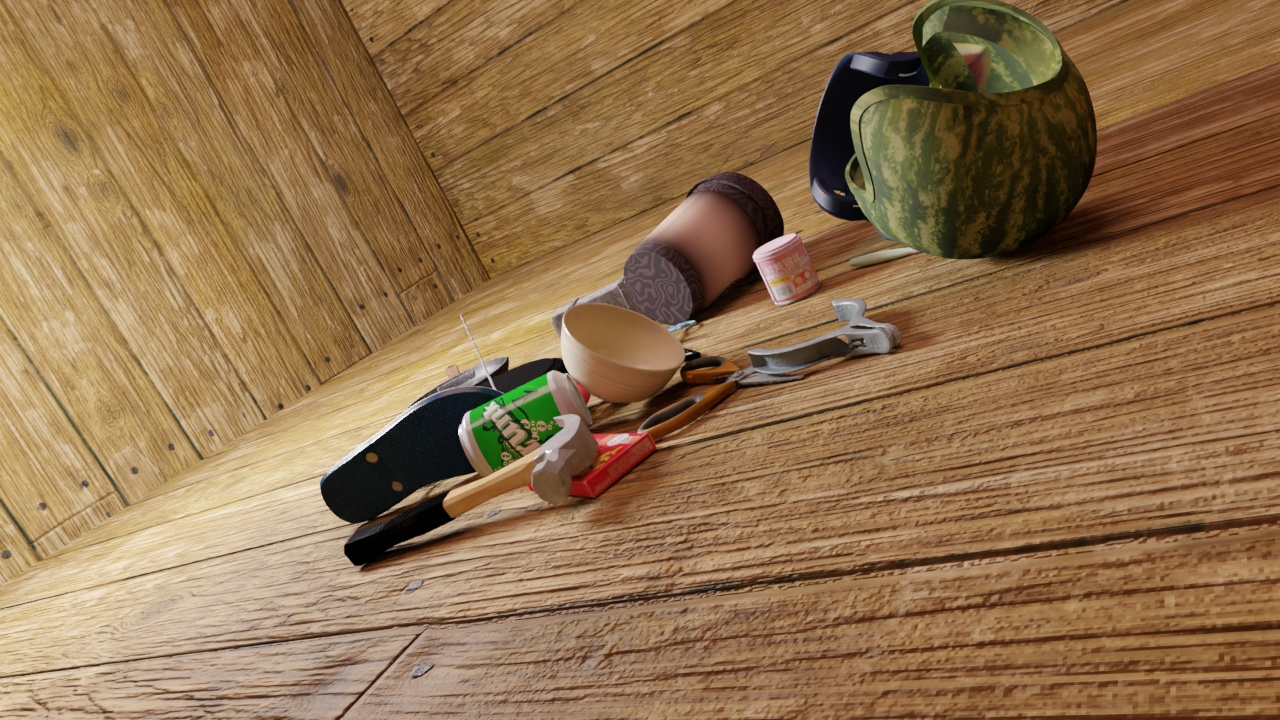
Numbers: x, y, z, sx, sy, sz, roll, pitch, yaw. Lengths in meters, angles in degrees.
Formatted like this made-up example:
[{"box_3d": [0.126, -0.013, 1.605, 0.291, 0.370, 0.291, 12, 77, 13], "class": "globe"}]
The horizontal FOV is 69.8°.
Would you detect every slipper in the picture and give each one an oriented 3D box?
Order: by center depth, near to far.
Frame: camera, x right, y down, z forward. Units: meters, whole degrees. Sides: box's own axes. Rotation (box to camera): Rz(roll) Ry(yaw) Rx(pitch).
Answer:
[{"box_3d": [-0.276, 0.111, 1.163, 0.295, 0.118, 0.060, -29, 20, 13], "class": "slipper"}]

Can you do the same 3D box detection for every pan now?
[{"box_3d": [-0.274, 0.081, 1.451, 0.357, 0.034, 0.225, -22, 14, 16], "class": "pan"}, {"box_3d": [-0.339, 0.046, 1.706, 0.207, 0.040, 0.357, -29, 12, -8], "class": "pan"}]

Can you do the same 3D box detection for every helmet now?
[{"box_3d": [0.337, -0.218, 0.949, 0.243, 0.247, 0.212, 23, 60, 20], "class": "helmet"}, {"box_3d": [0.362, -0.275, 1.193, 0.223, 0.233, 0.271, 8, 33, -7], "class": "helmet"}]

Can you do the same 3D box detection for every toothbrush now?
[{"box_3d": [0.324, -0.136, 1.147, 0.155, 0.015, 0.022, -10, 53, 50], "class": "toothbrush"}, {"box_3d": [-0.191, 0.021, 1.187, 0.010, 0.181, 0.010, -29, 18, -22], "class": "toothbrush"}]

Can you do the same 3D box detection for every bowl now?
[{"box_3d": [-0.030, 0.001, 1.084, 0.150, 0.151, 0.075, -52, -14, -62], "class": "bowl"}]

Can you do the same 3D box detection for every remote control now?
[{"box_3d": [0.037, -0.013, 1.220, 0.030, 0.009, 0.140, -16, 13, -19], "class": "remote control"}]

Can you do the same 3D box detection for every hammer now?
[{"box_3d": [-0.185, 0.145, 0.959, 0.329, 0.039, 0.130, -26, 17, 25], "class": "hammer"}, {"box_3d": [-0.063, -0.053, 1.427, 0.177, 0.079, 0.325, -25, 11, 10], "class": "hammer"}]

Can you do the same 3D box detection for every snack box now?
[{"box_3d": [-0.054, 0.105, 0.944, 0.089, 0.021, 0.133, -35, 15, -30], "class": "snack box"}]

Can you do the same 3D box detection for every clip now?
[{"box_3d": [0.193, -0.028, 0.945, 0.165, 0.032, 0.165, -17, 17, 22], "class": "clip"}]

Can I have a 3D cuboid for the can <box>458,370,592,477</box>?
[{"box_3d": [-0.133, 0.076, 1.070, 0.140, 0.088, 0.087, -26, 13, 4], "class": "can"}]

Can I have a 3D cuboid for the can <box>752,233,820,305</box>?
[{"box_3d": [0.193, -0.120, 1.210, 0.067, 0.076, 0.067, -26, 13, 6], "class": "can"}]

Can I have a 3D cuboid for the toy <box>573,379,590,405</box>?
[{"box_3d": [-0.094, 0.053, 1.169, 0.134, 0.045, 0.092, -41, 7, -31], "class": "toy"}]

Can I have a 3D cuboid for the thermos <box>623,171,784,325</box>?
[{"box_3d": [0.093, -0.167, 1.411, 0.173, 0.173, 0.225, -11, 26, 51], "class": "thermos"}]

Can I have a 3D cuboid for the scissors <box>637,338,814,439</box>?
[{"box_3d": [0.083, 0.028, 0.990, 0.229, 0.016, 0.226, -32, 16, -26], "class": "scissors"}]

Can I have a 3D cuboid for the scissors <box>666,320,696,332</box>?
[{"box_3d": [0.019, -0.035, 1.309, 0.140, 0.011, 0.133, -15, 6, 37], "class": "scissors"}]
